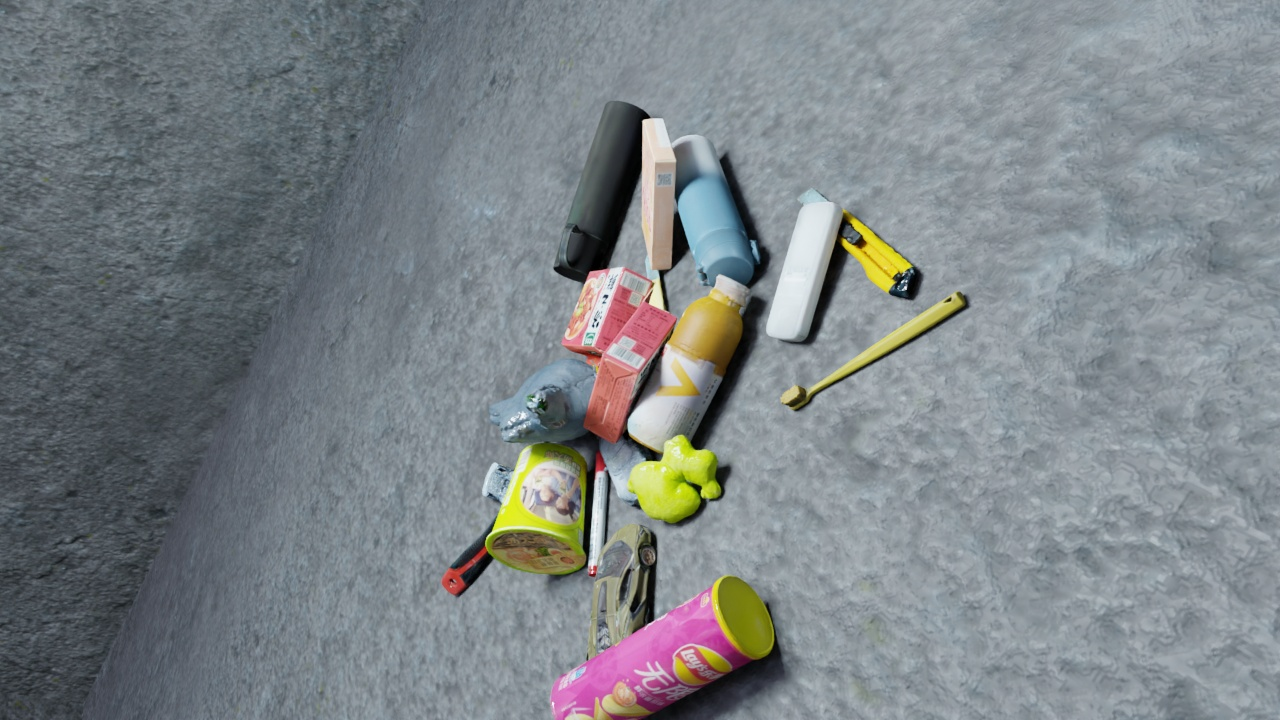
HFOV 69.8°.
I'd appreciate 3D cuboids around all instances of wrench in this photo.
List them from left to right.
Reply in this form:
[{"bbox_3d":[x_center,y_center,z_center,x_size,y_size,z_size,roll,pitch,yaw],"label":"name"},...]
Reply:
[{"bbox_3d":[-0.180,0.210,1.167,0.274,0.056,0.016,-54,-5,25],"label":"wrench"}]

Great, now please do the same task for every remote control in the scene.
[{"bbox_3d":[0.157,-0.084,0.875,0.056,0.020,0.136,13,87,64],"label":"remote control"}]

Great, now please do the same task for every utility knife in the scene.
[{"bbox_3d":[0.020,-0.059,1.071,0.031,0.021,0.204,-37,48,31],"label":"utility knife"},{"bbox_3d":[0.195,-0.116,0.858,0.033,0.015,0.216,-52,34,16],"label":"utility knife"}]

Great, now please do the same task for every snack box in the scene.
[{"bbox_3d":[-0.047,-0.046,1.123,0.113,0.044,0.127,4,72,65],"label":"snack box"},{"bbox_3d":[-0.006,0.006,0.975,0.126,0.044,0.113,-55,-13,-44],"label":"snack box"},{"bbox_3d":[0.020,-0.191,1.067,0.157,0.026,0.084,91,171,-46],"label":"snack box"}]

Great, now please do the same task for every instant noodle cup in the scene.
[{"bbox_3d":[-0.107,0.163,1.040,0.112,0.111,0.123,-32,36,41],"label":"instant noodle cup"}]

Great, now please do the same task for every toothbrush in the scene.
[{"bbox_3d":[0.193,-0.006,0.787,0.191,0.016,0.015,-37,43,37],"label":"toothbrush"}]

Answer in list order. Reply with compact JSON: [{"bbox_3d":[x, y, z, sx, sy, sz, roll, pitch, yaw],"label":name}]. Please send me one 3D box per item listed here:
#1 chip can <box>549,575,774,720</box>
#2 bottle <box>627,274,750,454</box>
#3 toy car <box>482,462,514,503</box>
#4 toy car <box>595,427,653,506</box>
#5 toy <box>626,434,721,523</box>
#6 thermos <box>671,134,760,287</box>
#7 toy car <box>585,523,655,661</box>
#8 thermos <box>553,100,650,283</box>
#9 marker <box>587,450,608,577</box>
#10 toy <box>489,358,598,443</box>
[{"bbox_3d":[0.014,0.266,0.800,0.211,0.071,0.071,-39,41,28],"label":"chip can"},{"bbox_3d":[0.053,0.004,0.936,0.068,0.068,0.189,33,97,58],"label":"bottle"},{"bbox_3d":[-0.181,0.163,1.206,0.106,0.031,0.049,6,74,57],"label":"toy car"},{"bbox_3d":[-0.016,0.105,1.002,0.054,0.036,0.120,-52,38,20],"label":"toy car"},{"bbox_3d":[0.033,0.122,0.904,0.097,0.031,0.100,27,114,24],"label":"toy"},{"bbox_3d":[0.077,-0.165,1.019,0.070,0.070,0.220,-45,39,29],"label":"thermos"},{"bbox_3d":[-0.021,0.238,0.920,0.070,0.042,0.157,-29,45,43],"label":"toy car"},{"bbox_3d":[-0.054,-0.229,1.231,0.068,0.090,0.242,15,79,15],"label":"thermos"},{"bbox_3d":[-0.046,0.169,1.021,0.017,0.017,0.145,-30,47,43],"label":"marker"},{"bbox_3d":[-0.103,0.049,1.065,0.357,0.137,0.091,164,91,-77],"label":"toy"}]
